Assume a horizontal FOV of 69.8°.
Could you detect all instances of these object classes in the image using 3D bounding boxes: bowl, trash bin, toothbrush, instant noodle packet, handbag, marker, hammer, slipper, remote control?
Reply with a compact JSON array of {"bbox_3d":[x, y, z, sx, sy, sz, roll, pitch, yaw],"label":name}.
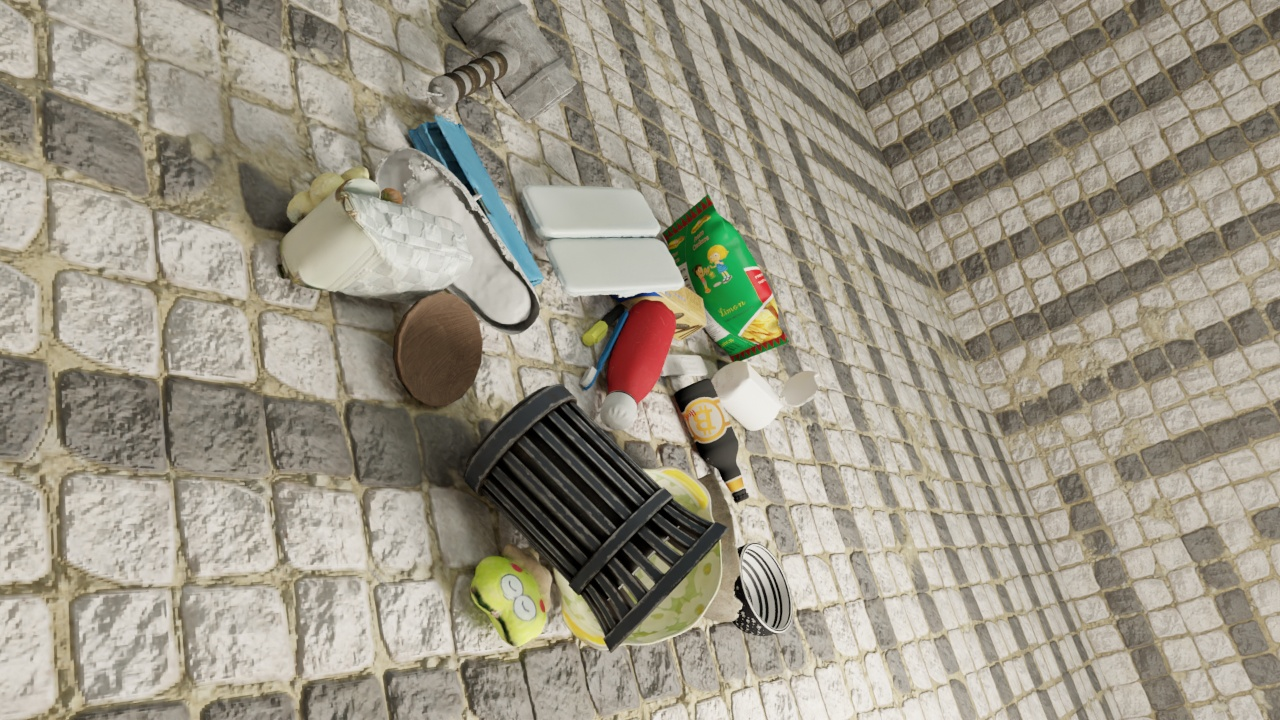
[{"bbox_3d":[0.064,0.231,1.114,0.178,0.081,0.178,173,-89,-84],"label":"bowl"},{"bbox_3d":[-0.008,0.218,1.013,0.188,0.060,0.218,37,66,2],"label":"bowl"},{"bbox_3d":[-0.051,0.146,0.914,0.227,0.165,0.163,44,29,10],"label":"trash bin"},{"bbox_3d":[-0.047,-0.018,1.229,0.014,0.016,0.166,42,41,-17],"label":"toothbrush"},{"bbox_3d":[0.130,-0.121,1.461,0.090,0.196,0.252,-29,91,-22],"label":"instant noodle packet"},{"bbox_3d":[-0.214,-0.012,0.944,0.117,0.030,0.118,-11,104,-54],"label":"bowl"},{"bbox_3d":[0.140,0.308,1.212,0.120,0.067,0.120,37,38,-36],"label":"bowl"},{"bbox_3d":[-0.261,-0.123,0.916,0.171,0.113,0.123,12,48,-53],"label":"handbag"},{"bbox_3d":[-0.048,-0.050,1.268,0.021,0.017,0.123,17,28,13],"label":"marker"},{"bbox_3d":[-0.212,-0.389,1.236,0.177,0.080,0.325,53,31,-14],"label":"hammer"},{"bbox_3d":[-0.205,-0.135,1.045,0.112,0.075,0.247,-44,103,-19],"label":"slipper"},{"bbox_3d":[0.061,0.008,1.392,0.130,0.012,0.033,1,63,-57],"label":"remote control"}]

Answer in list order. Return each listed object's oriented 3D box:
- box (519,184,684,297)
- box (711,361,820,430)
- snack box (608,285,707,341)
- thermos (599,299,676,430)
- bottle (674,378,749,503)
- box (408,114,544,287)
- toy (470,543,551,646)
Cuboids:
[{"bbox_3d":[-0.050,-0.168,1.270,0.208,0.037,0.188,-5,55,-35],"label":"box"},{"bbox_3d":[0.194,0.037,1.436,0.106,0.150,0.080,44,23,-32],"label":"box"},{"bbox_3d":[0.014,-0.102,1.369,0.206,0.057,0.056,30,41,-41],"label":"snack box"},{"bbox_3d":[-0.007,0.007,1.229,0.073,0.073,0.239,49,33,-21],"label":"thermos"},{"bbox_3d":[0.110,0.119,1.329,0.059,0.059,0.181,-11,75,-59],"label":"bottle"},{"bbox_3d":[-0.193,-0.192,1.131,0.231,0.053,0.093,62,29,1],"label":"box"},{"bbox_3d":[-0.121,0.225,0.905,0.092,0.046,0.115,54,22,-3],"label":"toy"}]
